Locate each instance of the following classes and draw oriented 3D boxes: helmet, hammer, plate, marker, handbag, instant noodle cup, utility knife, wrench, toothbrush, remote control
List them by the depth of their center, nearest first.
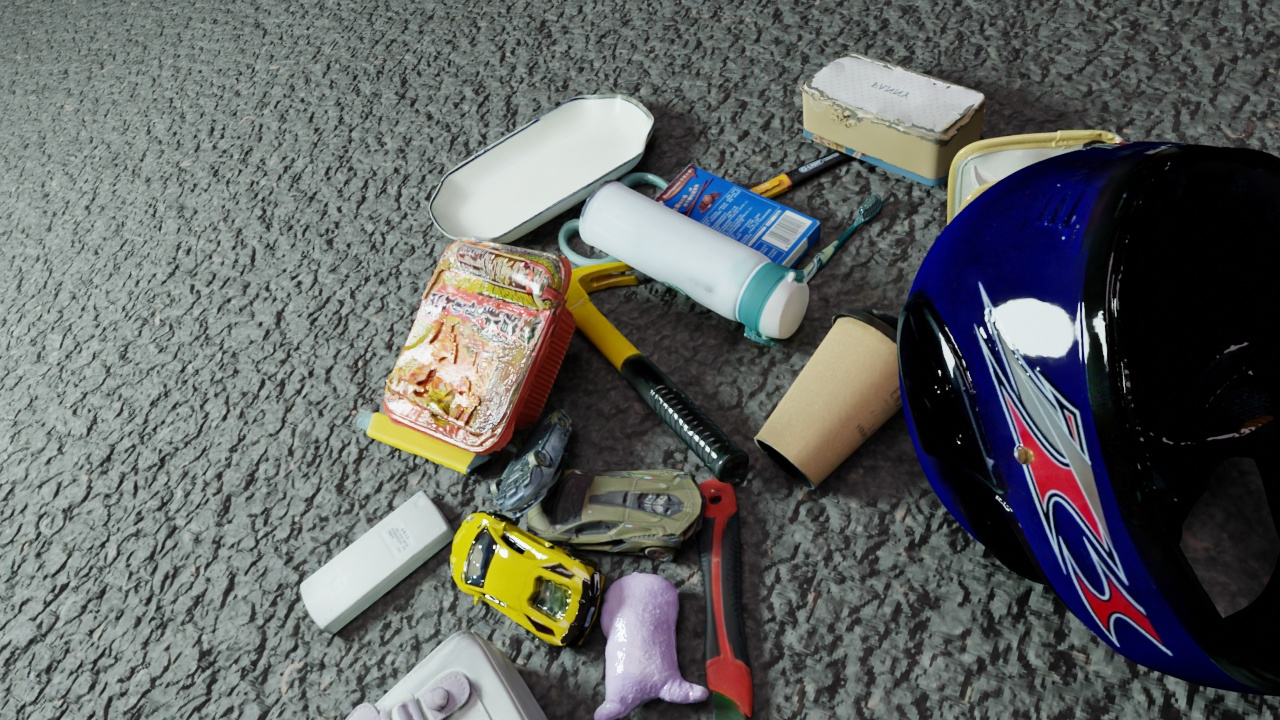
[{"bbox_3d":[0.289,0.031,0.570,0.247,0.241,0.315,-6,81,-15],"label":"helmet"},{"bbox_3d":[-0.114,0.302,0.608,0.145,0.098,0.197,-40,51,-5],"label":"handbag"},{"bbox_3d":[0.066,0.204,0.662,0.056,0.016,0.272,-14,51,10],"label":"wrench"},{"bbox_3d":[0.331,-0.098,0.700,0.179,0.163,0.063,-6,55,15],"label":"handbag"},{"bbox_3d":[-0.226,0.173,0.789,0.135,0.019,0.056,-39,52,-11],"label":"remote control"},{"bbox_3d":[-0.005,0.005,0.822,0.128,0.033,0.300,-37,49,-9],"label":"hammer"},{"bbox_3d":[-0.137,-0.009,0.830,0.165,0.079,0.188,17,81,37],"label":"instant noodle cup"},{"bbox_3d":[0.162,-0.092,0.849,0.191,0.018,0.016,-44,53,-15],"label":"toothbrush"},{"bbox_3d":[-0.206,0.074,0.859,0.174,0.015,0.033,15,55,30],"label":"utility knife"},{"bbox_3d":[0.159,-0.187,0.924,0.124,0.015,0.018,-25,56,-3],"label":"marker"},{"bbox_3d":[-0.106,-0.207,1.016,0.265,0.034,0.162,-34,47,-9],"label":"plate"}]

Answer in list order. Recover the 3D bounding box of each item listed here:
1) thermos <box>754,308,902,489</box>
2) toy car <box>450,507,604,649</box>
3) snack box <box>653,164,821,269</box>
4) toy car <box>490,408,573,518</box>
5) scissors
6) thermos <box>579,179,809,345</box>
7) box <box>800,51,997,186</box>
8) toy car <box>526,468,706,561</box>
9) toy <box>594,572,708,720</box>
[{"bbox_3d":[0.159,0.028,0.720,0.143,0.093,0.093,-48,54,-9],"label":"thermos"},{"bbox_3d":[-0.095,0.168,0.717,0.156,0.041,0.071,21,90,34],"label":"toy car"},{"bbox_3d":[0.085,-0.129,0.888,0.157,0.026,0.084,31,67,28],"label":"snack box"},{"bbox_3d":[-0.087,0.085,0.772,0.054,0.037,0.120,-38,16,23],"label":"toy car"},{"bbox_3d":[-0.015,-0.121,0.935,0.169,0.019,0.177,-25,53,-1],"label":"scissors"},{"bbox_3d":[0.048,-0.089,0.832,0.224,0.073,0.073,31,69,27],"label":"thermos"},{"bbox_3d":[0.249,-0.237,0.895,0.089,0.062,0.184,-38,53,-21],"label":"box"},{"bbox_3d":[-0.023,0.121,0.741,0.158,0.042,0.070,-4,53,23],"label":"toy car"},{"bbox_3d":[0.003,0.204,0.671,0.084,0.039,0.107,-13,49,10],"label":"toy"}]
